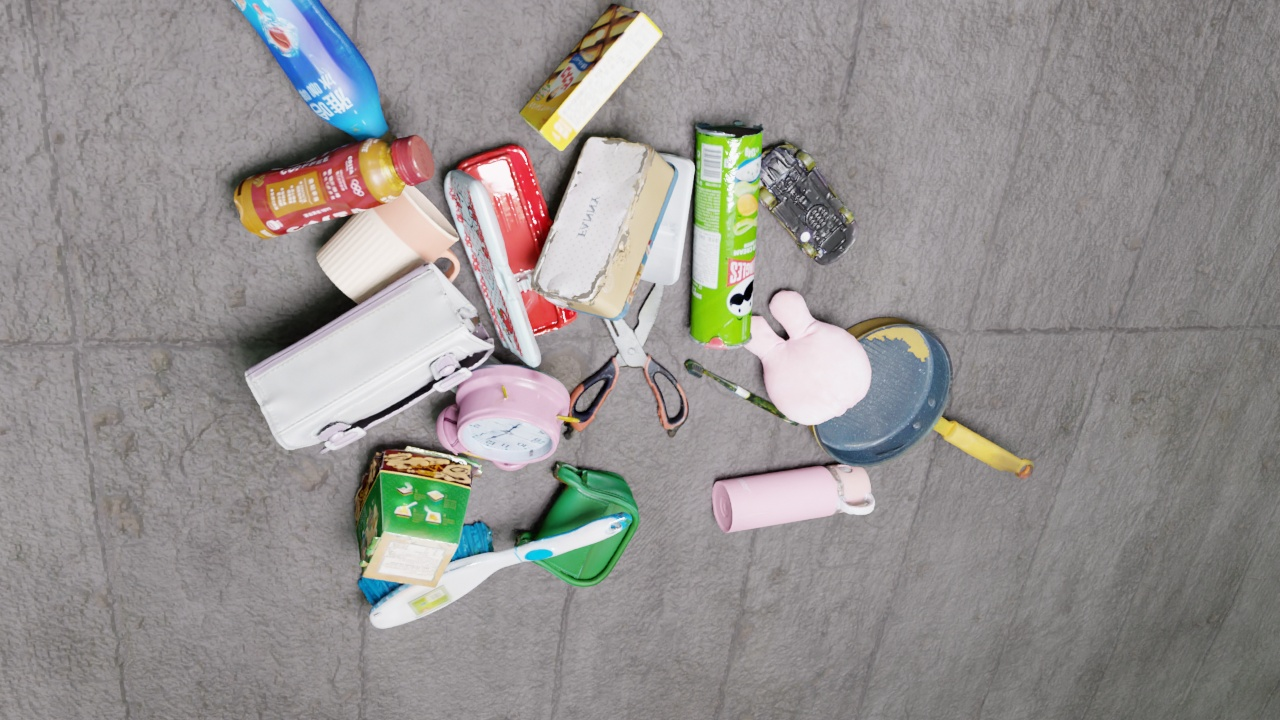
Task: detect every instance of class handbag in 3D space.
[{"bbox_3d":[-0.072,0.191,1.083,0.120,0.068,0.131,26,105,-20],"label":"handbag"},{"bbox_3d":[-0.245,0.006,0.869,0.197,0.145,0.098,-30,84,0],"label":"handbag"}]

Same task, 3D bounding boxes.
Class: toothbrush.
[{"bbox_3d":[0.126,0.043,1.105,0.185,0.017,0.012,27,123,-29],"label":"toothbrush"}]

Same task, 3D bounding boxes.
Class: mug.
[{"bbox_3d":[-0.229,-0.101,0.872,0.106,0.081,0.114,-42,133,5],"label":"mug"}]

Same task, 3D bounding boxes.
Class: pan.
[{"bbox_3d":[0.367,0.075,1.174,0.357,0.078,0.198,23,105,-28],"label":"pan"}]

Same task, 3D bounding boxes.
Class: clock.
[{"bbox_3d":[-0.144,0.066,0.950,0.117,0.059,0.159,24,143,-29],"label":"clock"}]

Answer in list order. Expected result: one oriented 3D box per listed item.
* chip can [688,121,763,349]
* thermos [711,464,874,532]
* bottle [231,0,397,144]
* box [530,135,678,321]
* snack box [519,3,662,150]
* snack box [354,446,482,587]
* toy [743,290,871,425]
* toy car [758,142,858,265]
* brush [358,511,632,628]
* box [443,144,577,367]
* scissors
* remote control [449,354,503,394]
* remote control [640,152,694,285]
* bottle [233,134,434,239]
[{"bbox_3d":[0.089,-0.131,0.976,0.072,0.072,0.236,-8,117,-16],"label":"chip can"},{"bbox_3d":[0.197,0.176,1.156,0.198,0.087,0.067,-4,118,-17],"label":"thermos"},{"bbox_3d":[-0.277,-0.261,0.784,0.065,0.065,0.219,-34,122,-2],"label":"bottle"},{"bbox_3d":[-0.032,-0.134,0.888,0.061,0.090,0.184,34,77,-56],"label":"box"},{"bbox_3d":[-0.048,-0.264,0.852,0.033,0.087,0.140,36,99,-31],"label":"snack box"},{"bbox_3d":[-0.238,0.172,0.966,0.117,0.105,0.118,15,128,-23],"label":"snack box"},{"bbox_3d":[0.190,-0.003,1.066,0.121,0.054,0.159,-37,93,9],"label":"toy"},{"bbox_3d":[0.180,-0.169,1.008,0.070,0.042,0.158,-43,120,4],"label":"toy car"},{"bbox_3d":[-0.164,0.218,1.027,0.314,0.109,0.060,-26,120,-4],"label":"brush"},{"bbox_3d":[-0.120,-0.098,0.899,0.095,0.101,0.202,-20,120,-9],"label":"box"},{"bbox_3d":[-0.007,0.007,1.040,0.189,0.015,0.223,21,106,-27],"label":"scissors"},{"bbox_3d":[-0.171,0.021,0.985,0.056,0.019,0.135,-46,121,6],"label":"remote control"},{"bbox_3d":[0.022,-0.147,0.960,0.056,0.020,0.136,15,115,17],"label":"remote control"},{"bbox_3d":[-0.267,-0.155,0.805,0.175,0.057,0.057,-13,122,15],"label":"bottle"}]
